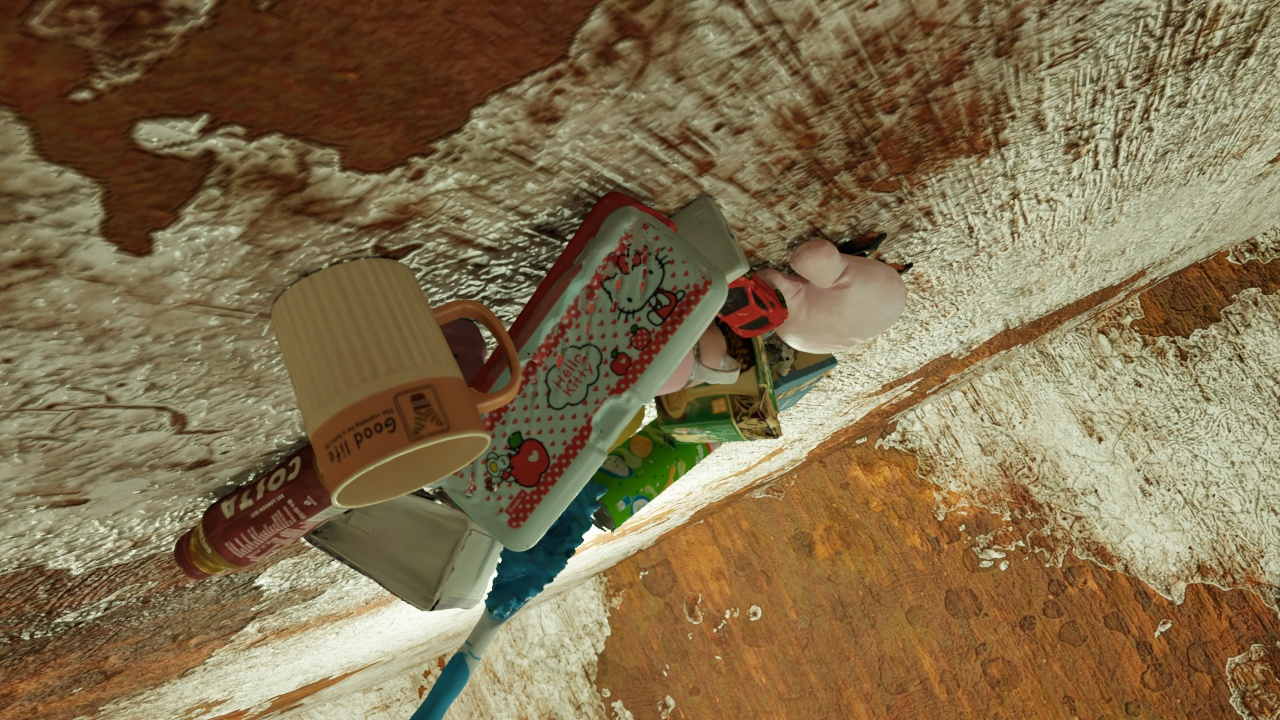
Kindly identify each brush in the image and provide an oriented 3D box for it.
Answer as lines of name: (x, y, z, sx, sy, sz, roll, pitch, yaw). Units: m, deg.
brush: (-0.132, 0.232, 0.831, 0.313, 0.060, 0.110, -55, 176, -24)

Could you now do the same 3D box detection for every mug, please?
mug: (-0.123, 0.006, 0.482, 0.114, 0.106, 0.082, -22, 165, -16)

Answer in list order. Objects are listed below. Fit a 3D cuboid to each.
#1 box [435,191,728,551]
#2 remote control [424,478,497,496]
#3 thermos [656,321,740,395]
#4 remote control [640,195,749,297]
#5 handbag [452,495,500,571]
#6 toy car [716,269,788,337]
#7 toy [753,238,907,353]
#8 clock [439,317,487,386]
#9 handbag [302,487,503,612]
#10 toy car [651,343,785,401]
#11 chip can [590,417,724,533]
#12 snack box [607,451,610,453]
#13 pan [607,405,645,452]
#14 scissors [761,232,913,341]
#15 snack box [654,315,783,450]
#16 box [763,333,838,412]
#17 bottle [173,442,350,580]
box: (-0.032, 0.011, 0.535, 0.202, 0.101, 0.095, -53, 156, 12)
remote control: (-0.131, 0.095, 0.764, 0.056, 0.020, 0.136, -25, 159, 13)
thermos: (-0.004, 0.004, 0.716, 0.198, 0.087, 0.067, -6, 120, -47)
remote control: (0.004, -0.049, 0.603, 0.135, 0.056, 0.019, -33, 164, 23)
handbag: (-0.131, 0.162, 0.971, 0.132, 0.120, 0.067, -37, 165, 36)
toy car: (0.077, -0.048, 0.732, 0.049, 0.031, 0.106, -26, 145, 25)
toy: (0.161, -0.056, 0.801, 0.122, 0.054, 0.159, -28, 144, 27)
clock: (-0.147, 0.030, 0.614, 0.117, 0.059, 0.158, -27, 165, -2)
handbag: (-0.205, 0.155, 0.811, 0.145, 0.098, 0.197, 19, 165, 4)
toy car: (0.070, 0.015, 0.939, 0.158, 0.042, 0.070, -15, 164, -2)
chip can: (0.037, 0.088, 0.974, 0.235, 0.072, 0.072, -35, 170, -23)
snack box: (-0.087, 0.148, 1.036, 0.086, 0.034, 0.141, -4, 126, -45)
pan: (-0.067, 0.063, 0.889, 0.198, 0.078, 0.357, -27, 159, 15)
scissors: (0.167, -0.063, 0.892, 0.222, 0.015, 0.189, -23, 164, 2)
snack box: (0.066, 0.020, 0.848, 0.106, 0.117, 0.118, -13, 161, 10)
box: (0.157, 0.022, 1.081, 0.089, 0.061, 0.185, -21, 163, -16)
bottle: (-0.274, 0.111, 0.688, 0.175, 0.057, 0.057, -30, 165, 16)
